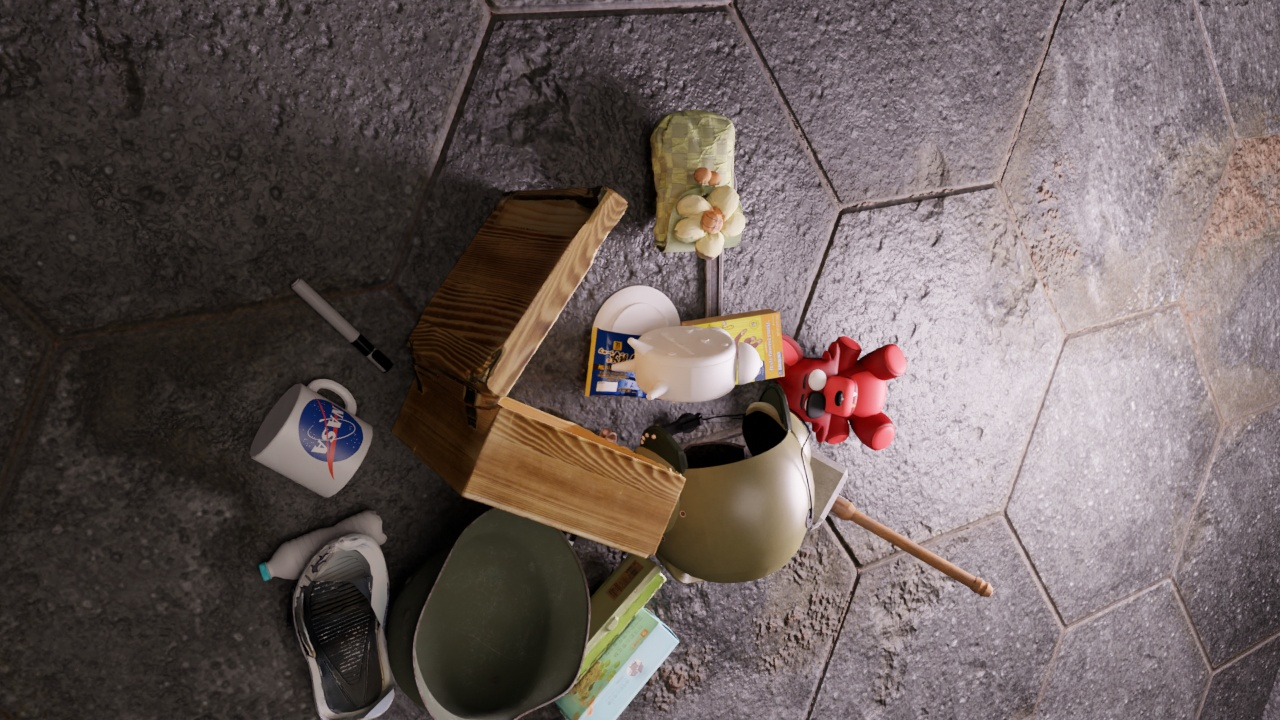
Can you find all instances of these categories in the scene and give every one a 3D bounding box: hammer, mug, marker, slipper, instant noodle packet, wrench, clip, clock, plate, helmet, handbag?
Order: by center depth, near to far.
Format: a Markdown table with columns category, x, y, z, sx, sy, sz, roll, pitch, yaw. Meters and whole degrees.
| category | x | y | z | sx | sy | sz | roll | pitch | yaw |
| --- | --- | --- | --- | --- | --- | --- | --- | --- | --- |
| mug | -0.350 | 0.074 | 0.995 | 0.090 | 0.091 | 0.121 | 37 | 45 | -29 |
| marker | -0.331 | -0.038 | 1.019 | 0.016 | 0.016 | 0.140 | -48 | 117 | -13 |
| slipper | -0.341 | 0.307 | 1.050 | 0.111 | 0.063 | 0.264 | -14 | 118 | -27 |
| helmet | -0.196 | 0.306 | 1.054 | 0.227 | 0.154 | 0.267 | 55 | 34 | -19 |
| clock | 0.058 | -0.005 | 1.125 | 0.160 | 0.125 | 0.073 | -10 | 114 | -24 |
| helmet | 0.091 | 0.159 | 1.136 | 0.249 | 0.256 | 0.233 | -18 | 104 | -25 |
| handbag | 0.072 | -0.218 | 1.146 | 0.113 | 0.117 | 0.186 | -6 | 103 | -13 |
| instant noodle packet | -0.007 | 0.007 | 1.185 | 0.134 | 0.026 | 0.087 | 6 | 93 | -30 |
| clip | -0.049 | 0.117 | 1.201 | 0.025 | 0.049 | 0.061 | 3 | 137 | -31 |
| plate | -0.002 | -0.030 | 1.204 | 0.134 | 0.011 | 0.134 | -5 | 101 | -28 |
| wrench | 0.099 | -0.134 | 1.243 | 0.070 | 0.010 | 0.273 | -6 | 102 | -28 |
| hammer | 0.330 | 0.233 | 1.251 | 0.318 | 0.163 | 0.083 | 29 | 82 | 14 |

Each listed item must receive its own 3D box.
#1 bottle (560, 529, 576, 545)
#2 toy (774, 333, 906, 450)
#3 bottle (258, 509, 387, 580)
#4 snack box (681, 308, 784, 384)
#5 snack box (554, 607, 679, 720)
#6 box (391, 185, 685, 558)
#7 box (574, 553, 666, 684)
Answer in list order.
| category | x | y | z | sx | sy | sz | roll | pitch | yaw |
| --- | --- | --- | --- | --- | --- | --- | --- | --- | --- |
| bottle | -0.126 | 0.282 | 1.172 | 0.043 | 0.043 | 0.143 | 30 | 84 | -29 |
| toy | 0.273 | 0.045 | 1.315 | 0.197 | 0.120 | 0.158 | 5 | 99 | -21 |
| bottle | -0.357 | 0.211 | 1.032 | 0.136 | 0.044 | 0.044 | -21 | 108 | -24 |
| snack box | 0.125 | -0.015 | 1.238 | 0.125 | 0.040 | 0.088 | -9 | 103 | -13 |
| snack box | -0.033 | 0.414 | 1.229 | 0.174 | 0.075 | 0.053 | -48 | 118 | -13 |
| box | -0.103 | -0.013 | 1.001 | 0.286 | 0.279 | 0.336 | 23 | 89 | -30 |
| box | -0.037 | 0.343 | 1.197 | 0.187 | 0.098 | 0.082 | -46 | 117 | -10 |
